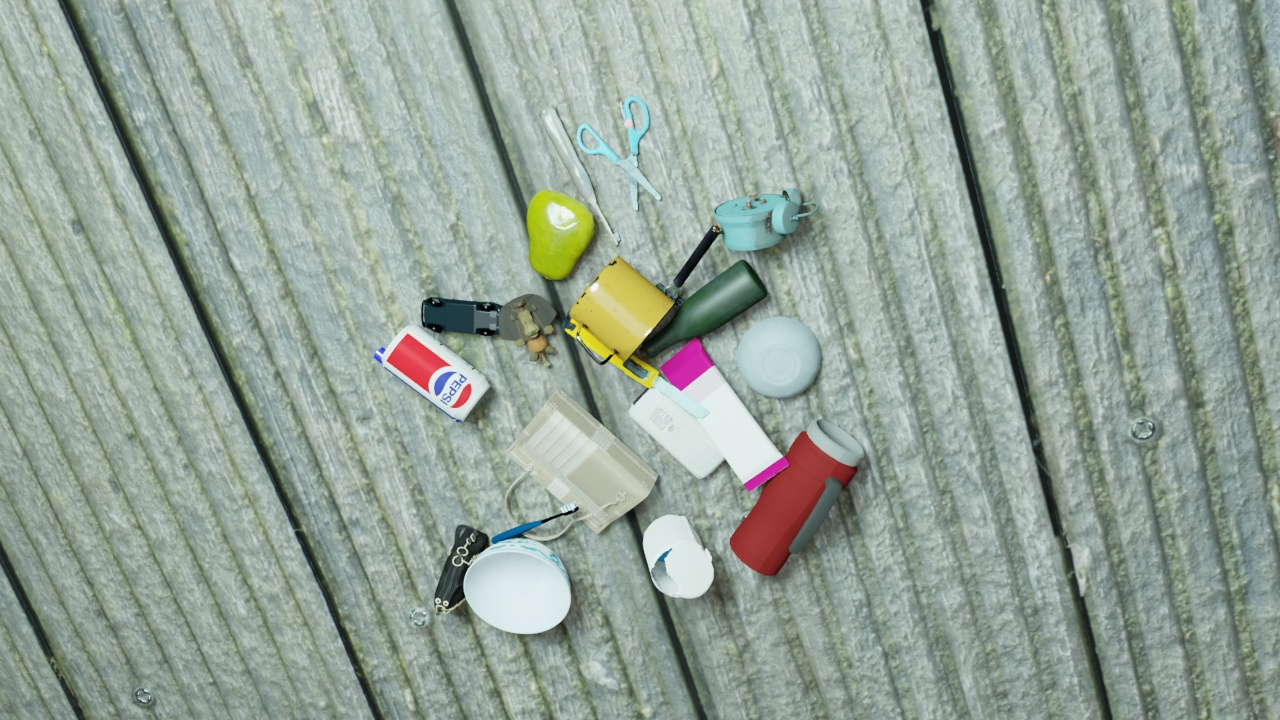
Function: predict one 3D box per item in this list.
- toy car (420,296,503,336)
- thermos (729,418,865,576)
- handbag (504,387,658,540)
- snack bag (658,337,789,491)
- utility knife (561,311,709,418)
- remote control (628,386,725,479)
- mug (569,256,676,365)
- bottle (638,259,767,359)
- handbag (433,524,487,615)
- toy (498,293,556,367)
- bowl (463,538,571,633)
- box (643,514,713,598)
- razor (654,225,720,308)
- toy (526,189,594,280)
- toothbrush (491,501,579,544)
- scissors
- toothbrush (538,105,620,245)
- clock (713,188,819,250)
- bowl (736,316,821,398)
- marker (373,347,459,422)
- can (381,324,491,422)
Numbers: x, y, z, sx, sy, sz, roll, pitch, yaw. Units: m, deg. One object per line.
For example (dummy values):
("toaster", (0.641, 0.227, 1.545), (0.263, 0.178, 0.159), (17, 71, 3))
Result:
("toy car", (-0.228, -0.057, 1.189), (0.112, 0.034, 0.046), (5, 106, 6))
("thermos", (0.198, 0.179, 1.152), (0.084, 0.108, 0.199), (25, 110, -19))
("handbag", (-0.108, 0.166, 1.230), (0.175, 0.062, 0.198), (42, 115, -4))
("snack bag", (0.104, 0.068, 1.157), (0.070, 0.016, 0.196), (-41, 80, 30))
("utility knife", (-0.007, 0.007, 1.171), (0.224, 0.019, 0.030), (33, 110, 5))
("remote control", (0.050, 0.091, 1.192), (0.138, 0.025, 0.060), (43, 106, -2))
("mug", (-0.031, -0.055, 1.120), (0.094, 0.101, 0.123), (40, 70, -1))
("bottle", (0.071, -0.055, 1.136), (0.174, 0.055, 0.055), (-34, 97, 17))
("handbag", (-0.254, 0.291, 1.263), (0.054, 0.079, 0.129), (24, 106, 3))
("toy", (-0.139, -0.035, 1.172), (0.076, 0.062, 0.100), (-26, 112, -8))
("bowl", (-0.159, 0.291, 1.245), (0.144, 0.074, 0.144), (3, 119, 5))
("box", (0.051, 0.253, 1.177), (0.089, 0.143, 0.080), (-29, 105, 3))
("razor", (0.058, -0.112, 1.105), (0.043, 0.022, 0.145), (34, 139, -2))
("toy", (-0.106, -0.153, 1.138), (0.090, 0.051, 0.110), (23, 109, 4))
("toothbrush", (-0.145, 0.220, 1.235), (0.168, 0.014, 0.014), (-26, 93, 34))
("scissors", (-0.029, -0.247, 1.121), (0.111, 0.015, 0.141), (-3, 99, 9))
("toothbrush", (-0.073, -0.224, 1.129), (0.022, 0.024, 0.185), (-16, 106, 52))
("clock", (0.147, -0.167, 1.077), (0.124, 0.089, 0.053), (-3, 116, 20))
("bowl", (0.173, 0.001, 1.143), (0.106, 0.039, 0.106), (2, 105, 8))
("marker", (-0.296, 0.033, 1.231), (0.141, 0.020, 0.020), (38, 107, -3))
("can", (-0.265, 0.017, 1.196), (0.132, 0.070, 0.070), (37, 107, -2))
